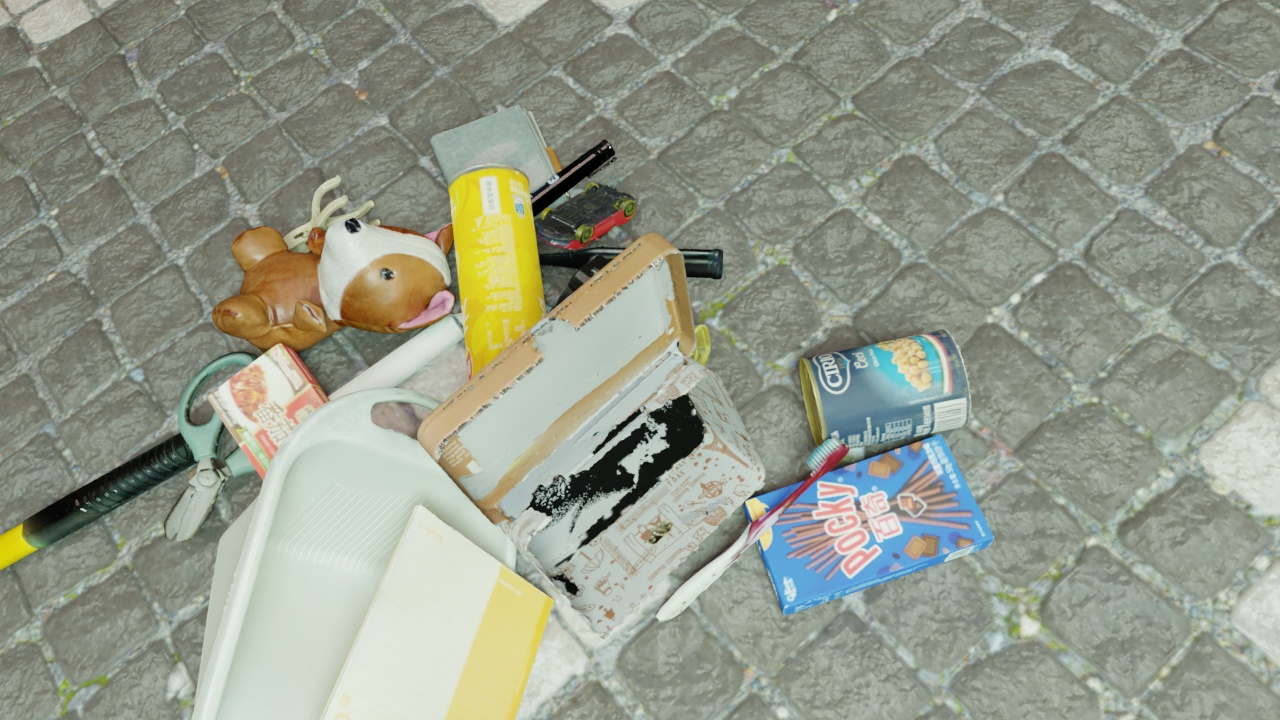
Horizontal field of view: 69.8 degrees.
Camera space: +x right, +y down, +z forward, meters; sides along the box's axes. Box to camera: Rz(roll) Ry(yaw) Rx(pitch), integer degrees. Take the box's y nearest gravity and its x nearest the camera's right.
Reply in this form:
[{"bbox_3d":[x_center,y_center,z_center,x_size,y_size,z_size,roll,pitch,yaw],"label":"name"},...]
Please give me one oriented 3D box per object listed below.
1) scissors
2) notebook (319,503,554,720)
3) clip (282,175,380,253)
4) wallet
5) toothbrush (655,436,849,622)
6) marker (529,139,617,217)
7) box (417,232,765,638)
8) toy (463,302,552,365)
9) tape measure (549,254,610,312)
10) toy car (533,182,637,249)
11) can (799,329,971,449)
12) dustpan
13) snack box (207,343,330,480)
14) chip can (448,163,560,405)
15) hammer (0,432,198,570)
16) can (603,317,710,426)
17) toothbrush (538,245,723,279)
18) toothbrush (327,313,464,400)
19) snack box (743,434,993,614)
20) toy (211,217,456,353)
[{"bbox_3d":[-0.363,0.064,0.766,0.129,0.019,0.184,39,63,5],"label":"scissors"},{"bbox_3d":[-0.134,0.219,0.593,0.010,0.146,0.205,-13,45,37],"label":"notebook"},{"bbox_3d":[-0.292,-0.128,0.879,0.101,0.096,0.035,-47,56,33],"label":"clip"},{"bbox_3d":[-0.125,-0.168,0.860,0.106,0.037,0.129,-23,75,-6],"label":"wallet"},{"bbox_3d":[0.077,0.122,0.659,0.188,0.016,0.017,-45,49,7],"label":"toothbrush"},{"bbox_3d":[-0.078,-0.153,0.826,0.132,0.020,0.022,-38,108,-9],"label":"marker"},{"bbox_3d":[-0.026,0.048,0.595,0.178,0.261,0.103,-42,44,-12],"label":"box"},{"bbox_3d":[-0.107,-0.025,0.789,0.092,0.030,0.096,-12,68,-1],"label":"toy"},{"bbox_3d":[-0.043,-0.055,0.770,0.033,0.066,0.065,41,34,2],"label":"tape measure"},{"bbox_3d":[-0.049,-0.125,0.813,0.049,0.031,0.106,27,42,25],"label":"toy car"},{"bbox_3d":[0.182,0.023,0.686,0.111,0.075,0.075,-12,61,3],"label":"can"},{"bbox_3d":[-0.162,0.156,0.593,0.143,0.222,0.257,-40,48,21],"label":"dustpan"},{"bbox_3d":[-0.279,0.067,0.749,0.075,0.025,0.153,-38,79,-6],"label":"snack box"},{"bbox_3d":[-0.112,-0.051,0.743,0.072,0.072,0.213,-12,71,4],"label":"chip can"},{"bbox_3d":[-0.507,0.146,0.769,0.300,0.033,0.128,-31,62,-6],"label":"hammer"},{"bbox_3d":[-0.004,0.004,0.741,0.083,0.057,0.102,24,69,23],"label":"can"},{"bbox_3d":[-0.034,-0.089,0.805,0.213,0.026,0.027,3,76,8],"label":"toothbrush"},{"bbox_3d":[-0.184,-0.014,0.799,0.221,0.026,0.027,-37,105,-9],"label":"toothbrush"},{"bbox_3d":[0.163,0.119,0.667,0.157,0.026,0.084,-19,61,0],"label":"snack box"},{"bbox_3d":[-0.256,-0.072,0.796,0.199,0.131,0.140,-3,53,-2],"label":"toy"}]
